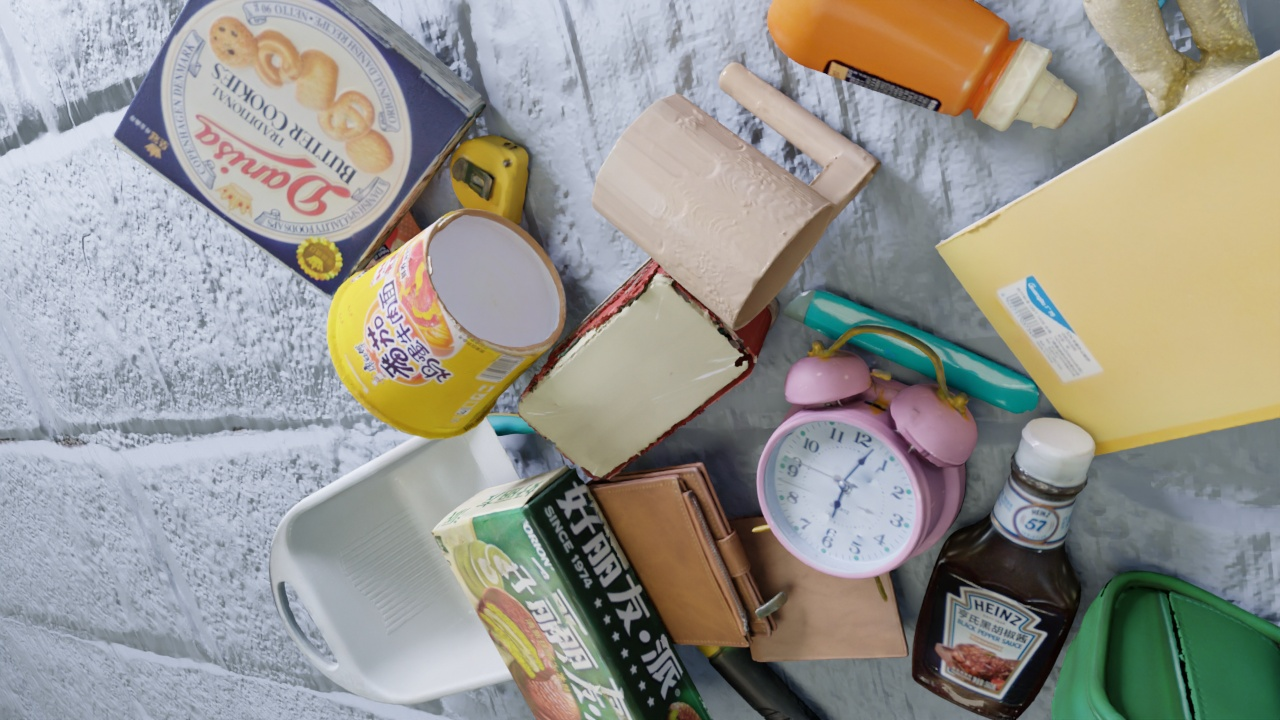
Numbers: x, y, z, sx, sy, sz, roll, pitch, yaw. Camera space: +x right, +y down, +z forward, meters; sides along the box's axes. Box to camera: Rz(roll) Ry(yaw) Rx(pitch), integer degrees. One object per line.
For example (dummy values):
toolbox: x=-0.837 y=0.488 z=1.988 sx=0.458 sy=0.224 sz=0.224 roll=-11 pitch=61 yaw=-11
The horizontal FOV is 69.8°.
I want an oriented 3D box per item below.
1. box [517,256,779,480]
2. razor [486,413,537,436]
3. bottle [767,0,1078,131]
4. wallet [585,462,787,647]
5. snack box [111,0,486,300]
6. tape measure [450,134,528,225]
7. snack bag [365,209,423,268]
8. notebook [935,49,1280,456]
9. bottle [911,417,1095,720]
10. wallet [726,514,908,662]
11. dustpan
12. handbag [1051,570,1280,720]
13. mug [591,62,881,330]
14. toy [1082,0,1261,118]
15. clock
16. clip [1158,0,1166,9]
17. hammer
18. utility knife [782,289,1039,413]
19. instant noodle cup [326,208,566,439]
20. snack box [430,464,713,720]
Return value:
box: x=-0.003 y=0.004 z=0.583 sx=0.091 sy=0.080 sz=0.169 roll=42 pitch=130 yaw=-9
razor: x=-0.082 y=0.058 z=0.707 sx=0.133 sy=0.028 sz=0.043 roll=9 pitch=148 yaw=28
bottle: x=0.137 y=-0.152 z=0.440 sx=0.149 sy=0.066 sz=0.067 roll=30 pitch=126 yaw=10
wallet: x=0.029 y=0.134 z=0.623 sx=0.119 sy=0.035 sz=0.131 roll=-15 pitch=104 yaw=39
snack box: x=-0.231 y=-0.162 z=0.622 sx=0.178 sy=0.045 sz=0.183 roll=38 pitch=113 yaw=-13
tape measure: x=-0.106 y=-0.125 z=0.633 sx=0.057 sy=0.028 sz=0.060 roll=28 pitch=125 yaw=20
snack bag: x=-0.238 y=-0.141 z=0.700 sx=0.129 sy=0.073 sz=0.208 roll=-6 pitch=116 yaw=35
notebook: x=0.241 y=-0.033 z=0.406 sx=0.146 sy=0.010 sz=0.207 roll=53 pitch=153 yaw=-1
bottle: x=0.212 y=0.122 z=0.528 sx=0.080 sy=0.043 sz=0.195 roll=20 pitch=124 yaw=24
wallet: x=0.115 y=0.150 z=0.613 sx=0.115 sy=0.020 sz=0.101 roll=-12 pitch=89 yaw=34
dustpan: x=-0.191 y=0.187 z=0.759 sx=0.258 sy=0.142 sz=0.222 roll=-19 pitch=101 yaw=51
handbag: x=0.277 y=0.180 z=0.462 sx=0.120 sy=0.131 sz=0.068 roll=19 pitch=126 yaw=22
mug: x=0.051 y=-0.094 z=0.495 sx=0.103 sy=0.124 sz=0.084 roll=40 pitch=168 yaw=12
toy: x=0.244 y=-0.108 z=0.383 sx=0.105 sy=0.066 sz=0.157 roll=-32 pitch=101 yaw=23
clock: x=0.130 y=0.054 z=0.535 sx=0.117 sy=0.059 sz=0.159 roll=25 pitch=116 yaw=27
clip: x=0.229 y=-0.169 z=0.392 sx=0.014 sy=0.047 sz=0.057 roll=35 pitch=133 yaw=12
hammer: x=0.061 y=0.215 z=0.687 sx=0.301 sy=0.032 sz=0.129 roll=44 pitch=130 yaw=8
utility knife: x=0.154 y=-0.007 z=0.528 sx=0.151 sy=0.012 sz=0.029 roll=26 pitch=127 yaw=18
instant noodle cup: x=-0.125 y=-0.030 z=0.622 sx=0.110 sy=0.137 sz=0.138 roll=-33 pitch=92 yaw=40
snack box: x=-0.045 y=0.199 z=0.661 sx=0.115 sy=0.063 sz=0.240 roll=-19 pitch=101 yaw=43
